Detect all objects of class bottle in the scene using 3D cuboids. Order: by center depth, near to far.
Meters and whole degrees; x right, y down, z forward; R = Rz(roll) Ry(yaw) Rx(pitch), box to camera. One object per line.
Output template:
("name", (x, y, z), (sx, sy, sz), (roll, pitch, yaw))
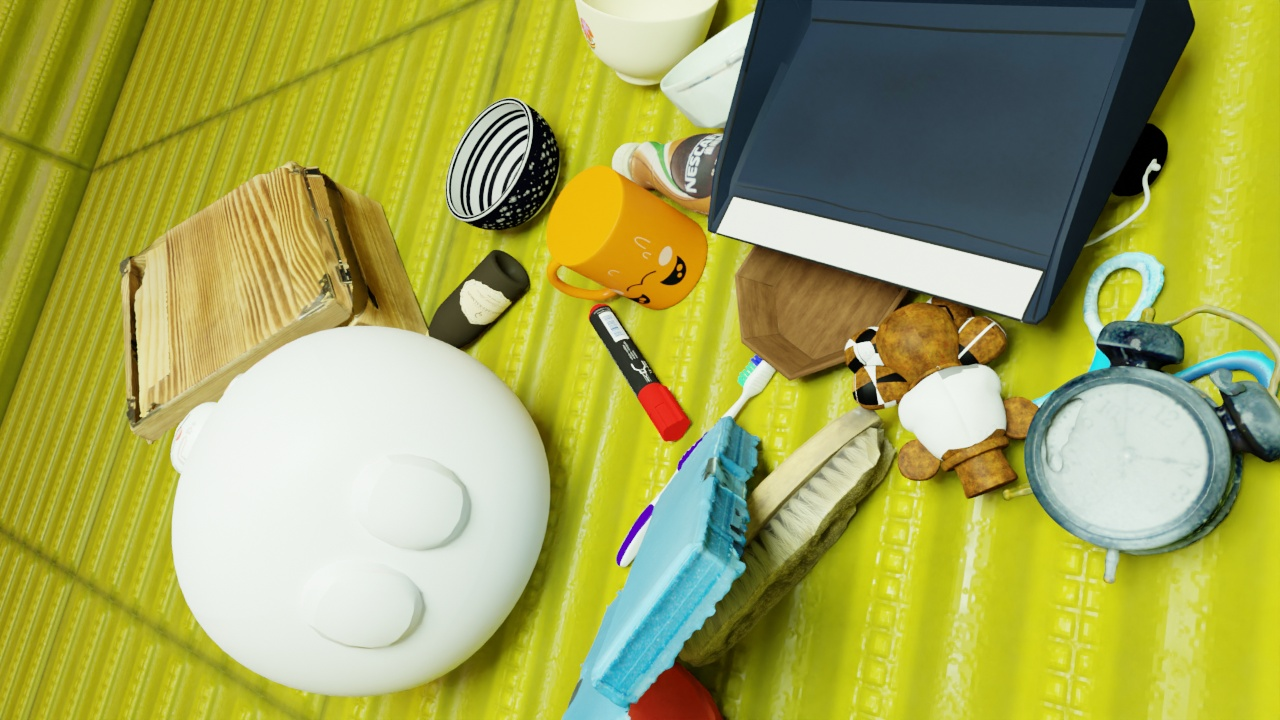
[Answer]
("bottle", (0.041, -0.141, 0.686), (0.167, 0.059, 0.059), (21, 88, 47))
("bottle", (-0.180, -0.028, 0.863), (0.185, 0.045, 0.045), (-41, 49, 24))

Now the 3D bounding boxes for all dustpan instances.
("dustpan", (0.159, -0.185, 0.504), (0.236, 0.080, 0.273), (25, 86, 45))

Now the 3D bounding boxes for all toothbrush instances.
("toothbrush", (0.036, 0.070, 0.635), (0.187, 0.015, 0.016), (-55, 40, 13))

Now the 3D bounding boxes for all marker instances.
("marker", (-0.004, 0.004, 0.697), (0.023, 0.021, 0.145), (-44, 47, 12))

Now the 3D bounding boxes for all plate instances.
("plate", (0.120, -0.049, 0.595), (0.132, 0.025, 0.131), (-19, 60, 38))

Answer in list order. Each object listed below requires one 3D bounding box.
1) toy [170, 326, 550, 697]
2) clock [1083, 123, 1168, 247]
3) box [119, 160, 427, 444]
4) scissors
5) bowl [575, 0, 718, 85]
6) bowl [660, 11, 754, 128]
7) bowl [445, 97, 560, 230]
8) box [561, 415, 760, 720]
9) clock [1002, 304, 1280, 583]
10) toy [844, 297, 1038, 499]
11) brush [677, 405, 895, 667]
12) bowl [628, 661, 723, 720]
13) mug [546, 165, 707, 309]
("toy", (-0.211, 0.101, 0.687), (0.281, 0.265, 0.262), (22, 86, 62))
("clock", (0.229, -0.115, 0.504), (0.091, 0.042, 0.120), (-34, 52, 30))
("box", (-0.382, -0.060, 0.956), (0.259, 0.220, 0.279), (-47, 45, 17))
("scissors", (0.245, 0.017, 0.458), (0.127, 0.012, 0.137), (32, 97, 43))
("bowl", (0.003, -0.273, 0.761), (0.074, 0.118, 0.118), (93, 157, -46))
("bowl", (0.078, -0.205, 0.662), (0.117, 0.061, 0.117), (-30, 22, 13))
("bowl", (-0.117, -0.172, 0.847), (0.120, 0.066, 0.120), (-19, 60, 38))
("box", (0.004, 0.131, 0.522), (0.175, 0.033, 0.231), (-56, -1, 13))
("clock", (0.234, 0.034, 0.421), (0.090, 0.052, 0.129), (44, 107, 32))
("toy", (0.163, 0.018, 0.494), (0.087, 0.067, 0.112), (-25, 71, 10))
("brush", (0.080, 0.108, 0.545), (0.195, 0.059, 0.043), (-51, 58, 12))
("bowl", (0.011, 0.246, 0.570), (0.122, 0.035, 0.121), (-19, 60, 38))
("mug", (-0.022, -0.082, 0.696), (0.113, 0.096, 0.077), (-31, 54, 32))
